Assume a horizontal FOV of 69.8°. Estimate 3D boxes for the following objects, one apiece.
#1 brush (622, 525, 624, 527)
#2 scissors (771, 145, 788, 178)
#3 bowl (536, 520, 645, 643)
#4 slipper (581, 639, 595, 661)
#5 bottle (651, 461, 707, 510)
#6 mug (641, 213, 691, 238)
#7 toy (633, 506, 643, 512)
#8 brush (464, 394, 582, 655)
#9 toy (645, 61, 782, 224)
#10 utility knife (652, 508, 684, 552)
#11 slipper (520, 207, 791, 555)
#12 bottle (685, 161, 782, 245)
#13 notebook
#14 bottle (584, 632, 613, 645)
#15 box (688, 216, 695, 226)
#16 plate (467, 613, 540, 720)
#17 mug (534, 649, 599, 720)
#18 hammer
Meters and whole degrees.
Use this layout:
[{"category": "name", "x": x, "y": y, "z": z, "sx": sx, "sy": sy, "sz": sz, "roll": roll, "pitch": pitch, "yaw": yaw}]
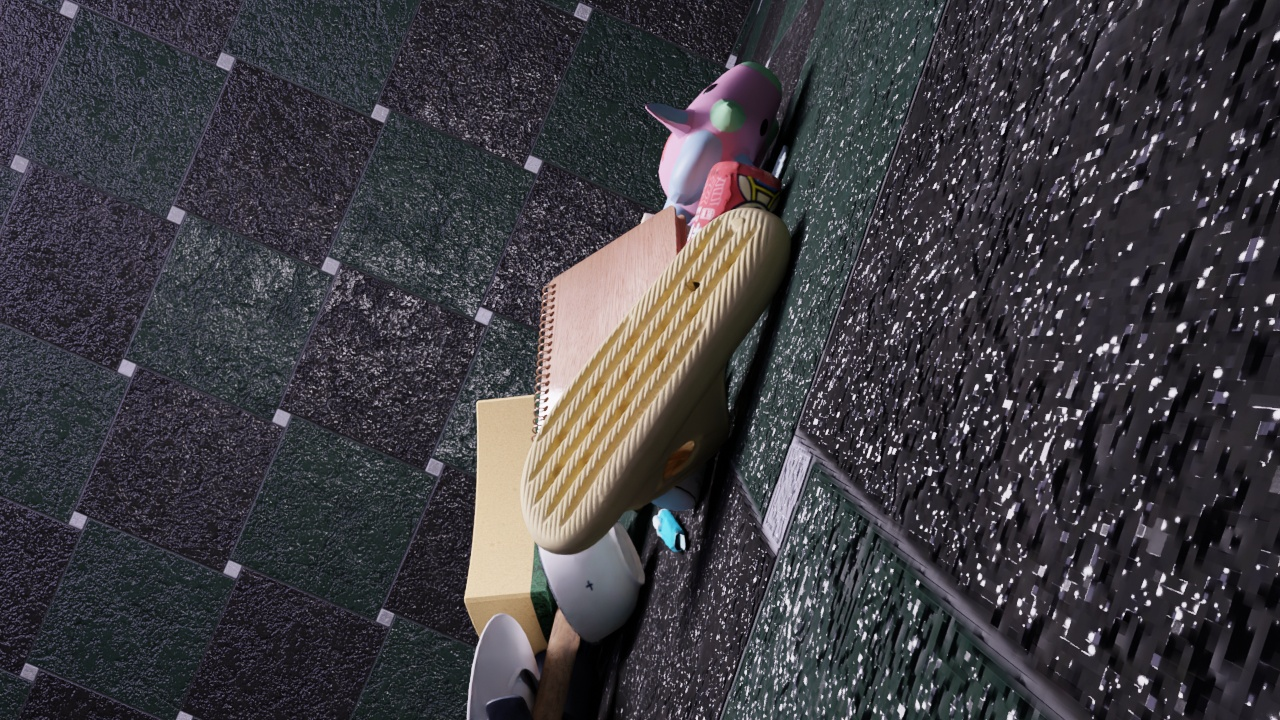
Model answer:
[{"category": "brush", "x": -0.026, "y": 0.229, "z": 1.082, "sx": 0.151, "sy": 0.012, "sz": 0.039, "roll": -132, "pitch": 60, "yaw": -86}, {"category": "scissors", "x": 0.097, "y": -0.115, "z": 0.816, "sx": 0.105, "sy": 0.016, "sz": 0.179, "roll": -77, "pitch": 5, "yaw": -70}, {"category": "bowl", "x": -0.037, "y": 0.177, "z": 0.790, "sx": 0.113, "sy": 0.063, "sz": 0.113, "roll": 63, "pitch": -174, "yaw": -13}, {"category": "slipper", "x": -0.090, "y": 0.284, "z": 1.068, "sx": 0.105, "sy": 0.095, "sz": 0.252, "roll": 110, "pitch": 175, "yaw": -51}, {"category": "bottle", "x": 0.034, "y": 0.049, "z": 0.666, "sx": 0.041, "sy": 0.041, "sz": 0.115, "roll": 111, "pitch": 176, "yaw": -57}, {"category": "mug", "x": 0.036, "y": -0.087, "z": 0.984, "sx": 0.096, "sy": 0.100, "sz": 0.120, "roll": 150, "pitch": 137, "yaw": -84}, {"category": "toy", "x": -0.023, "y": 0.091, "z": 1.051, "sx": 0.106, "sy": 0.108, "sz": 0.133, "roll": -48, "pitch": 17, "yaw": 40}, {"category": "brush", "x": -0.115, "y": 0.181, "z": 0.957, "sx": 0.195, "sy": 0.075, "sz": 0.249, "roll": 79, "pitch": -174, "yaw": -54}, {"category": "toy", "x": 0.063, "y": -0.187, "z": 0.866, "sx": 0.170, "sy": 0.120, "sz": 0.223, "roll": -53, "pitch": -2, "yaw": -39}, {"category": "utility knife", "x": 0.022, "y": 0.128, "z": 0.674, "sx": 0.124, "sy": 0.015, "sz": 0.022, "roll": 171, "pitch": 104, "yaw": -85}, {"category": "slipper", "x": 0.020, "y": 0.018, "z": 0.612, "sx": 0.261, "sy": 0.079, "sz": 0.111, "roll": -55, "pitch": 39, "yaw": 0}, {"category": "bottle", "x": 0.065, "y": -0.082, "z": 0.723, "sx": 0.062, "sy": 0.062, "sz": 0.137, "roll": 140, "pitch": 146, "yaw": -86}, {"category": "notebook", "x": -0.028, "y": -0.022, "z": 0.811, "sx": 0.169, "sy": 0.022, "sz": 0.210, "roll": -28, "pitch": 44, "yaw": 29}, {"category": "bottle", "x": -0.045, "y": 0.264, "z": 0.929, "sx": 0.110, "sy": 0.036, "sz": 0.036, "roll": -178, "pitch": 106, "yaw": -88}, {"category": "box", "x": 0.080, "y": -0.129, "z": 1.174, "sx": 0.087, "sy": 0.105, "sz": 0.229, "roll": -16, "pitch": 39, "yaw": 31}, {"category": "plate", "x": -0.089, "y": 0.298, "z": 0.694, "sx": 0.208, "sy": 0.015, "sz": 0.208, "roll": -9, "pitch": -91, "yaw": -84}, {"category": "mug", "x": -0.076, "y": 0.335, "z": 0.856, "sx": 0.077, "sy": 0.071, "sz": 0.105, "roll": -76, "pitch": -22, "yaw": -65}, {"category": "hammer", "x": -0.067, "y": 0.246, "z": 0.748, "sx": 0.321, "sy": 0.040, "sz": 0.129, "roll": -79, "pitch": -26, "yaw": -76}]
